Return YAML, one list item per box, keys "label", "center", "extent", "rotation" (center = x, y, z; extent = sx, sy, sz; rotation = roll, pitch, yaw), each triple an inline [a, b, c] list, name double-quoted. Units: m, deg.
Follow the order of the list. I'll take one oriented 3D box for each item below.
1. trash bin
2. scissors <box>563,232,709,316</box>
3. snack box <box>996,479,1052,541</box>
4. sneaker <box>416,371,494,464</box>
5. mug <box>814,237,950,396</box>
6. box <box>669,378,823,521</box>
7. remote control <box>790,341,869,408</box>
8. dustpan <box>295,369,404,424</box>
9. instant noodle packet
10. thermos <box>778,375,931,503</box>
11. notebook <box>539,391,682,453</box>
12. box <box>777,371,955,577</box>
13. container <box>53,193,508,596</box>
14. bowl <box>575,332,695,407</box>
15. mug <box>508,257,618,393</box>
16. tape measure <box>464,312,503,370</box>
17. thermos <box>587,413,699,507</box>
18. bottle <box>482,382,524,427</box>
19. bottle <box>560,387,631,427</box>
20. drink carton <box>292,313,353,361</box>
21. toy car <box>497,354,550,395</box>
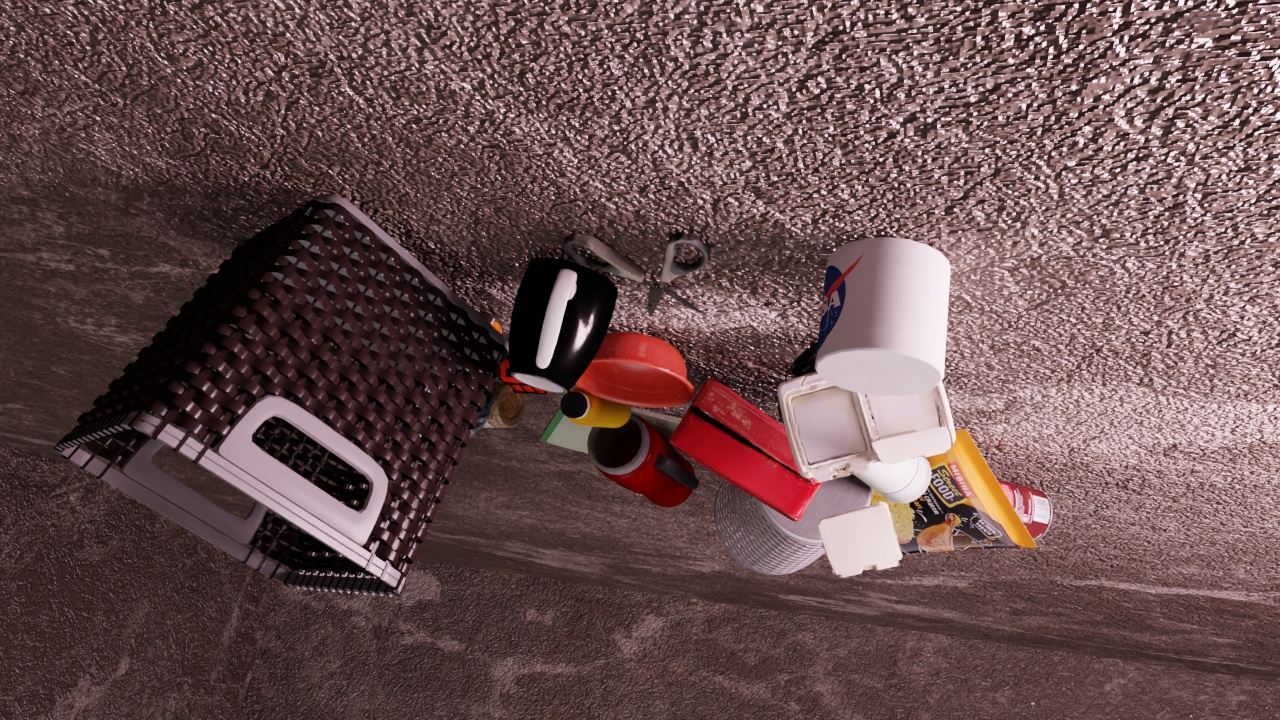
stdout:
- label: "trash bin"
  center: [0.187, 0.173, 1.137]
  extent: [0.156, 0.156, 0.184]
  rotation: [12, 157, -4]
- label: "scissors"
  center: [0.010, -0.074, 0.774]
  extent: [0.171, 0.012, 0.158]
  rotation: [20, 159, -24]
- label: "snack box"
  center: [0.441, 0.182, 1.148]
  extent: [0.121, 0.072, 0.072]
  rotation: [15, 159, -14]
- label: "sneaker"
  center: [-0.218, 0.054, 1.081]
  extent: [0.087, 0.089, 0.236]
  rotation: [8, 142, -11]
- label: "mug"
  center: [0.183, -0.026, 0.702]
  extent: [0.091, 0.090, 0.121]
  rotation: [7, 159, 8]
- label: "box"
  center: [0.116, 0.095, 0.954]
  extent: [0.158, 0.087, 0.129]
  rotation: [35, 176, 12]
- label: "remote control"
  center: [0.211, 0.017, 0.890]
  extent: [0.150, 0.022, 0.047]
  rotation: [24, 132, -33]
- label: "dustpan"
  center: [-0.380, 0.062, 1.225]
  extent: [0.236, 0.080, 0.273]
  rotation: [7, 159, 11]
- label: "instant noodle packet"
  center: [0.344, 0.166, 1.108]
  extent: [0.160, 0.032, 0.221]
  rotation: [57, 147, -6]
- label: "thermos"
  center: [0.235, 0.087, 0.989]
  extent: [0.068, 0.067, 0.230]
  rotation: [-8, 149, 40]
- label: "notebook"
  center: [-0.033, 0.101, 1.256]
  extent: [0.182, 0.010, 0.253]
  rotation: [14, 159, -9]
- label: "box"
  center: [0.201, 0.084, 0.782]
  extent: [0.144, 0.187, 0.105]
  rotation: [-18, 167, 15]
- label: "container"
  center: [-0.298, 0.036, 0.811]
  extent: [0.246, 0.243, 0.247]
  rotation: [-12, 134, 46]
- label: "bowl"
  center: [-0.006, 0.005, 0.941]
  extent: [0.130, 0.045, 0.131]
  rotation: [9, 159, 3]
- label: "mug"
  center: [-0.071, -0.030, 0.779]
  extent: [0.085, 0.100, 0.119]
  rotation: [17, 166, -1]
- label: "tape measure"
  center: [-0.175, -0.022, 0.938]
  extent: [0.058, 0.058, 0.038]
  rotation: [2, 158, 14]
- label: "thermos"
  center: [0.015, 0.135, 1.177]
  extent: [0.108, 0.084, 0.198]
  rotation: [19, 167, 28]
- label: "bottle"
  center: [-0.204, 0.057, 1.161]
  extent: [0.105, 0.056, 0.056]
  rotation: [-2, 156, 31]
- label: "bottle"
  center: [-0.051, 0.053, 1.035]
  extent: [0.043, 0.043, 0.143]
  rotation: [4, 176, 17]
- label: "drink carton"
  center: [-0.338, -0.023, 1.040]
  extent: [0.129, 0.038, 0.044]
  rotation: [12, 160, -2]
- label: "toy car"
  center: [-0.106, 0.011, 1.000]
  extent: [0.100, 0.048, 0.051]
  rotation: [4, 159, 17]
